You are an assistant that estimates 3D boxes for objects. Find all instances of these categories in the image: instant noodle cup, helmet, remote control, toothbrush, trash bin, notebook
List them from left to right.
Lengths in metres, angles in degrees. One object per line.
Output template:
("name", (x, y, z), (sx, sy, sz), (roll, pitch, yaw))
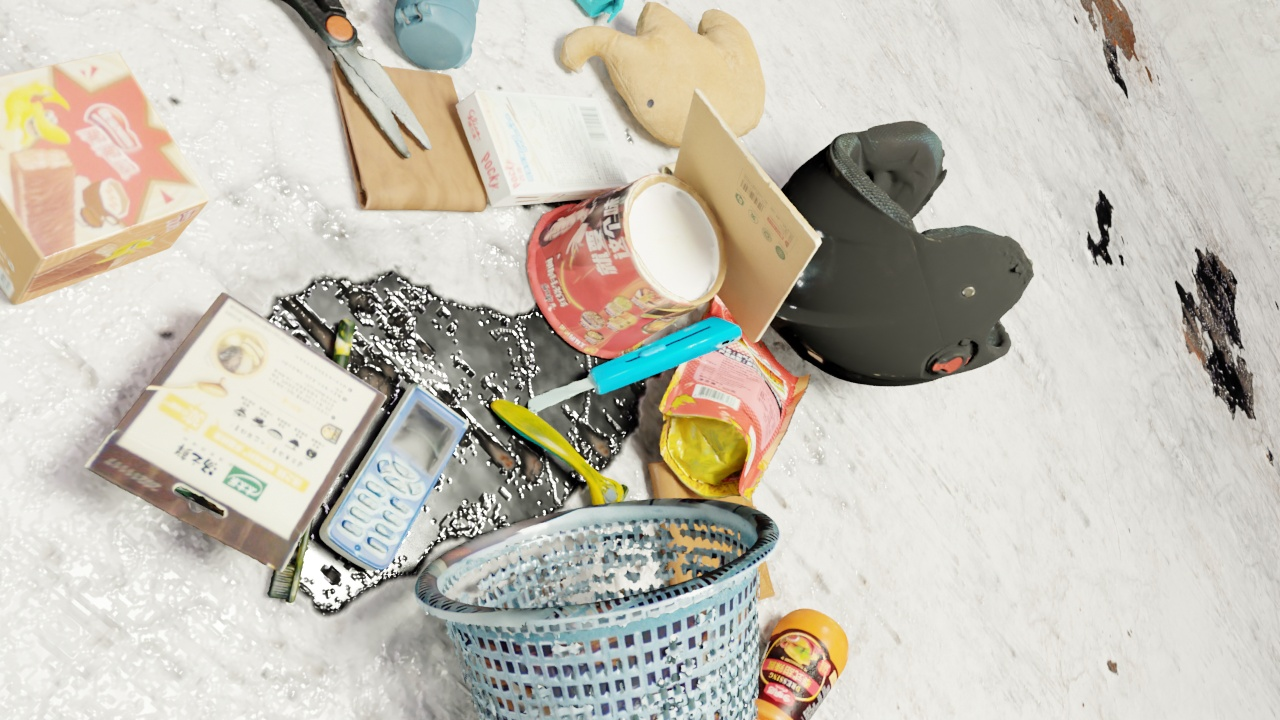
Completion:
("toothbrush", (-0.205, 0.058, 0.578), (0.017, 0.012, 0.185), (16, 65, -26))
("remote control", (-0.161, 0.075, 0.604), (0.049, 0.024, 0.124), (42, 52, -24))
("trash bin", (-0.014, 0.210, 0.580), (0.226, 0.227, 0.195), (-12, 96, -44))
("instant noodle cup", (-0.007, -0.082, 0.740), (0.137, 0.109, 0.137), (16, 65, -38))
("notebook", (0.072, -0.106, 0.744), (0.008, 0.208, 0.148), (-33, 77, -14))
("helmet", (0.233, -0.084, 0.881), (0.274, 0.231, 0.233), (40, 27, -32))

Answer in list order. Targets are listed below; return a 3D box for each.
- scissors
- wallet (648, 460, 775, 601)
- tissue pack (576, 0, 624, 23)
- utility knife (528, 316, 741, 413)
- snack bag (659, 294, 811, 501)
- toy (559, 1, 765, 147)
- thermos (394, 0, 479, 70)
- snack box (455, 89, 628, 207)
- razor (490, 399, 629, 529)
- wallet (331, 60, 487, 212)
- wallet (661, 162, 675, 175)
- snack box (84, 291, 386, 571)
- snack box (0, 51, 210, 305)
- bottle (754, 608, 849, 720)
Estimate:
("scissors", (-0.235, -0.237, 0.644), (0.160, 0.022, 0.234), (-10, 82, -37))
("wallet", (0.061, 0.146, 0.778), (0.107, 0.031, 0.131), (-1, 77, -41))
("tissue pack", (-0.053, -0.387, 0.846), (0.133, 0.050, 0.093), (43, 49, -24))
("utility knife", (-0.004, 0.004, 0.744), (0.202, 0.034, 0.018), (-23, 132, -29))
("snack bag", (0.084, 0.026, 0.805), (0.128, 0.073, 0.207), (44, 35, -8))
("toy", (0.032, -0.267, 0.867), (0.225, 0.083, 0.143), (-14, 81, -41))
("thermos", (-0.154, -0.335, 0.728), (0.070, 0.070, 0.220), (17, 65, -37))
("snack box", (-0.075, -0.174, 0.752), (0.156, 0.027, 0.084), (-19, 89, -53))
("razor", (-0.061, 0.073, 0.696), (0.132, 0.028, 0.043), (45, 54, -19))
("wallet", (-0.171, -0.165, 0.683), (0.101, 0.020, 0.115), (-6, 77, -43))
("wallet", (0.077, -0.163, 0.905), (0.114, 0.024, 0.087), (-27, 95, -45))
("snack box", (-0.228, 0.043, 0.526), (0.113, 0.053, 0.125), (36, 57, -19))
("snack box", (-0.308, -0.098, 0.493), (0.094, 0.077, 0.093), (-37, 101, -44))
("bottle", (0.120, 0.281, 0.766), (0.067, 0.067, 0.149), (50, 55, -17))
